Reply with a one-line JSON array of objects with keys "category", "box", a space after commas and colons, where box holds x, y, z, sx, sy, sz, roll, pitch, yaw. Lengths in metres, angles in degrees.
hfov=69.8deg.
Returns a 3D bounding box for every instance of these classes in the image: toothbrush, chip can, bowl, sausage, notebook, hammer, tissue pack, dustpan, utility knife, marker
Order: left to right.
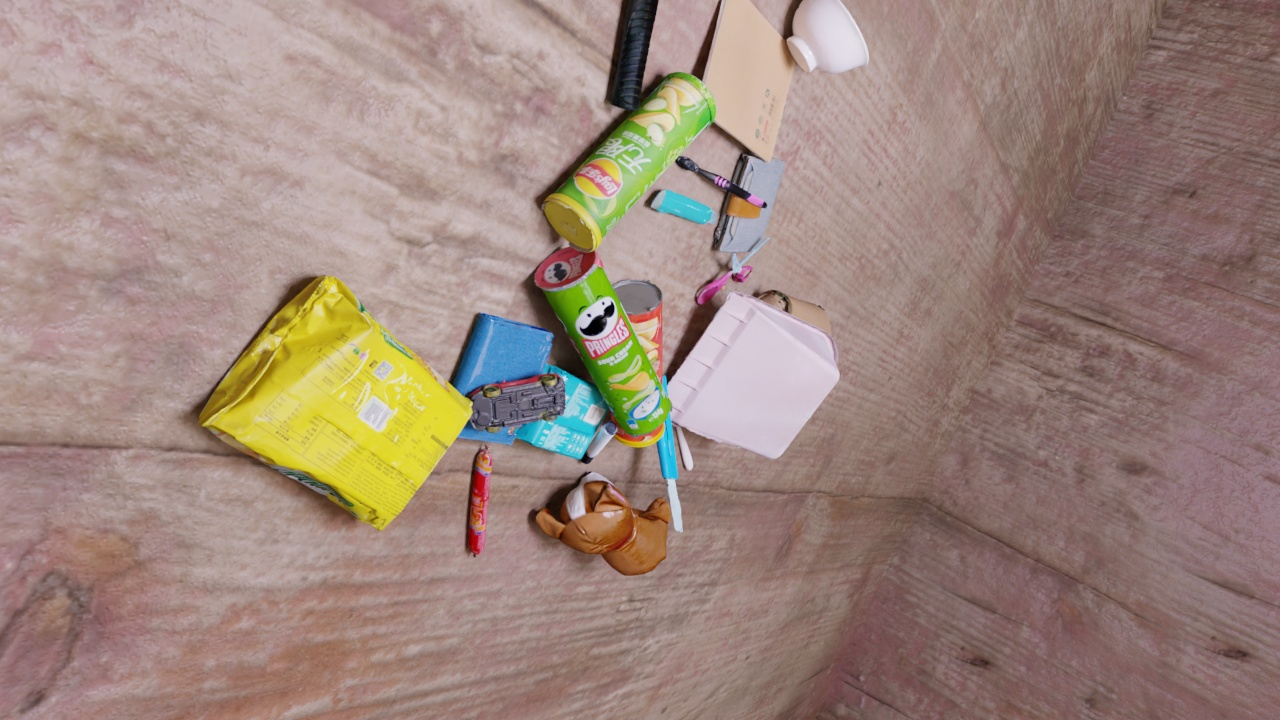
[{"category": "sausage", "box": [-0.183, 0.163, 1.045, 0.020, 0.020, 0.156, -23, 132, -47]}, {"category": "tissue pack", "box": [-0.094, 0.060, 1.065, 0.093, 0.050, 0.133, -61, 150, 0]}, {"category": "marker", "box": [-0.052, 0.101, 1.134, 0.131, 0.018, 0.022, 126, -25, -60]}, {"category": "chip can", "box": [-0.035, -0.017, 1.019, 0.072, 0.072, 0.236, -48, 133, -23]}, {"category": "chip can", "box": [-0.007, -0.212, 0.960, 0.220, 0.072, 0.073, -49, 147, -20]}, {"category": "chip can", "box": [-0.007, 0.007, 1.136, 0.073, 0.073, 0.217, -37, 140, -36]}, {"category": "hammer", "box": [0.011, -0.395, 0.881, 0.128, 0.033, 0.301, -20, 129, -48]}, {"category": "utility knife", "box": [0.037, 0.130, 1.253, 0.034, 0.018, 0.218, -14, 96, -50]}, {"category": "toothbrush", "box": [0.064, 0.117, 1.381, 0.016, 0.016, 0.180, -45, 146, -22]}, {"category": "utility knife", "box": [0.058, -0.187, 1.136, 0.175, 0.013, 0.029, 3, 113, -61]}, {"category": "toothbrush", "box": [0.108, -0.220, 1.146, 0.189, 0.018, 0.014, 15, 105, -47]}, {"category": "notebook", "box": [0.133, -0.340, 1.107, 0.207, 0.008, 0.148, 12, 92, -59]}, {"category": "dustpan", "box": [0.166, 0.024, 1.336, 0.223, 0.273, 0.138, -53, -163, 20]}, {"category": "bowl", "box": [0.223, -0.398, 1.142, 0.065, 0.118, 0.118, -37, 149, 5]}]

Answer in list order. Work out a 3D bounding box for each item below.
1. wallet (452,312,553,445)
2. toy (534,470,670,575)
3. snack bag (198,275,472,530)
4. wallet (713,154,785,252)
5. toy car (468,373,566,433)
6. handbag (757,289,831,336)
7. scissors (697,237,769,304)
[{"category": "wallet", "box": [-0.150, 0.021, 0.963, 0.106, 0.040, 0.133, 14, 103, -50]}, {"category": "toy", "box": [-0.040, 0.206, 1.199, 0.140, 0.130, 0.199, -32, 149, 19]}, {"category": "snack bag", "box": [-0.250, 0.045, 0.805, 0.157, 0.068, 0.246, -55, 148, -13]}, {"category": "wallet", "box": [0.149, -0.208, 1.233, 0.106, 0.037, 0.130, -12, 123, -53]}, {"category": "toy car", "box": [-0.128, 0.042, 0.945, 0.106, 0.031, 0.049, -12, 116, -24]}, {"category": "handbag", "box": [0.220, -0.026, 1.418, 0.204, 0.100, 0.148, 8, 112, -57]}, {"category": "scissors", "box": [0.130, -0.122, 1.264, 0.133, 0.017, 0.134, -43, 163, 3]}]
